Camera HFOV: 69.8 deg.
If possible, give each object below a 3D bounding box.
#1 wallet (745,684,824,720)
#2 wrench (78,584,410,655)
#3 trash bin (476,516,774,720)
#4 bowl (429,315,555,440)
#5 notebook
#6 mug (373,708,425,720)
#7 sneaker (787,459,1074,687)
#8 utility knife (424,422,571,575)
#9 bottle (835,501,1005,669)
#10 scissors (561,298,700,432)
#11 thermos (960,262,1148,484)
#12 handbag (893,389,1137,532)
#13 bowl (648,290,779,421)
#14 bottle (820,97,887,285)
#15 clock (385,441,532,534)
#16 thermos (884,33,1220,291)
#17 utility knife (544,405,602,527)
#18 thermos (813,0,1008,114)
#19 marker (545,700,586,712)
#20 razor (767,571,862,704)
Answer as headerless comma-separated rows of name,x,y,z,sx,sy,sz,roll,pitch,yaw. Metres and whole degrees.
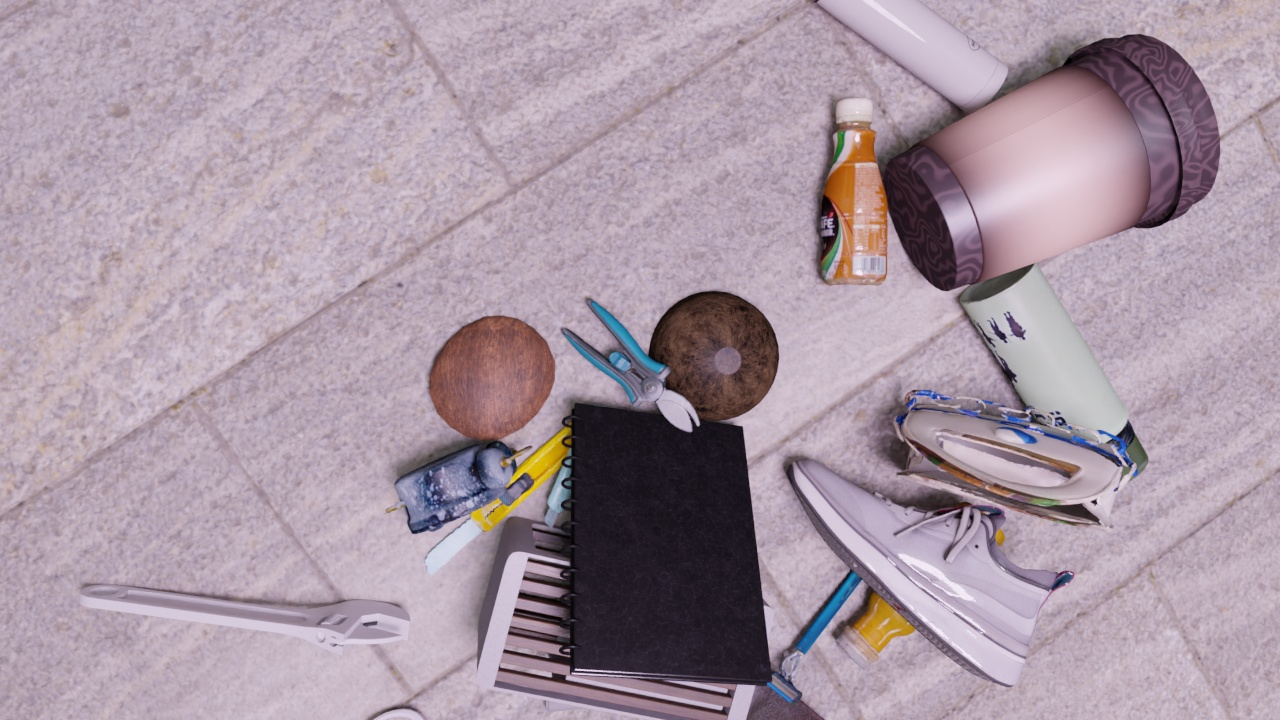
wallet,0.118,0.361,0.884,0.120,0.031,0.099,41,87,-16
wrench,-0.335,0.214,0.785,0.273,0.086,0.018,8,93,1
trash bin,-0.019,0.229,0.805,0.228,0.114,0.114,15,92,-10
bowl,-0.129,0.012,0.799,0.102,0.026,0.114,39,77,1
notebook,0.017,0.146,0.760,0.169,0.019,0.231,9,54,-16
mug,-0.216,0.366,0.813,0.089,0.073,0.105,-15,71,-8
sneaker,0.254,0.160,0.823,0.263,0.097,0.128,40,83,15
utility knife,-0.116,0.121,0.833,0.206,0.018,0.030,-41,91,0
bottle,0.265,0.217,0.880,0.186,0.053,0.053,-44,100,-3
scissors,-0.012,0.008,0.814,0.148,0.019,0.132,-4,91,15
thermos,0.400,0.016,0.875,0.082,0.082,0.231,-37,99,-5
handbag,0.314,0.086,0.791,0.201,0.199,0.093,13,96,25
bowl,0.072,-0.002,0.829,0.121,0.056,0.121,-1,95,-9
bottle,0.194,-0.151,0.834,0.059,0.059,0.167,-2,95,-9
clock,-0.150,0.104,0.787,0.129,0.090,0.052,-22,92,-3
thermos,0.349,-0.165,0.810,0.226,0.172,0.173,-24,98,0
utility knife,-0.060,0.094,0.824,0.022,0.015,0.119,24,91,-16
thermos,0.228,-0.307,0.829,0.224,0.052,0.052,32,89,-10
marker,-0.019,0.316,0.863,0.140,0.016,0.016,-2,95,-9
razor,0.171,0.257,0.879,0.042,0.022,0.143,43,76,-17
